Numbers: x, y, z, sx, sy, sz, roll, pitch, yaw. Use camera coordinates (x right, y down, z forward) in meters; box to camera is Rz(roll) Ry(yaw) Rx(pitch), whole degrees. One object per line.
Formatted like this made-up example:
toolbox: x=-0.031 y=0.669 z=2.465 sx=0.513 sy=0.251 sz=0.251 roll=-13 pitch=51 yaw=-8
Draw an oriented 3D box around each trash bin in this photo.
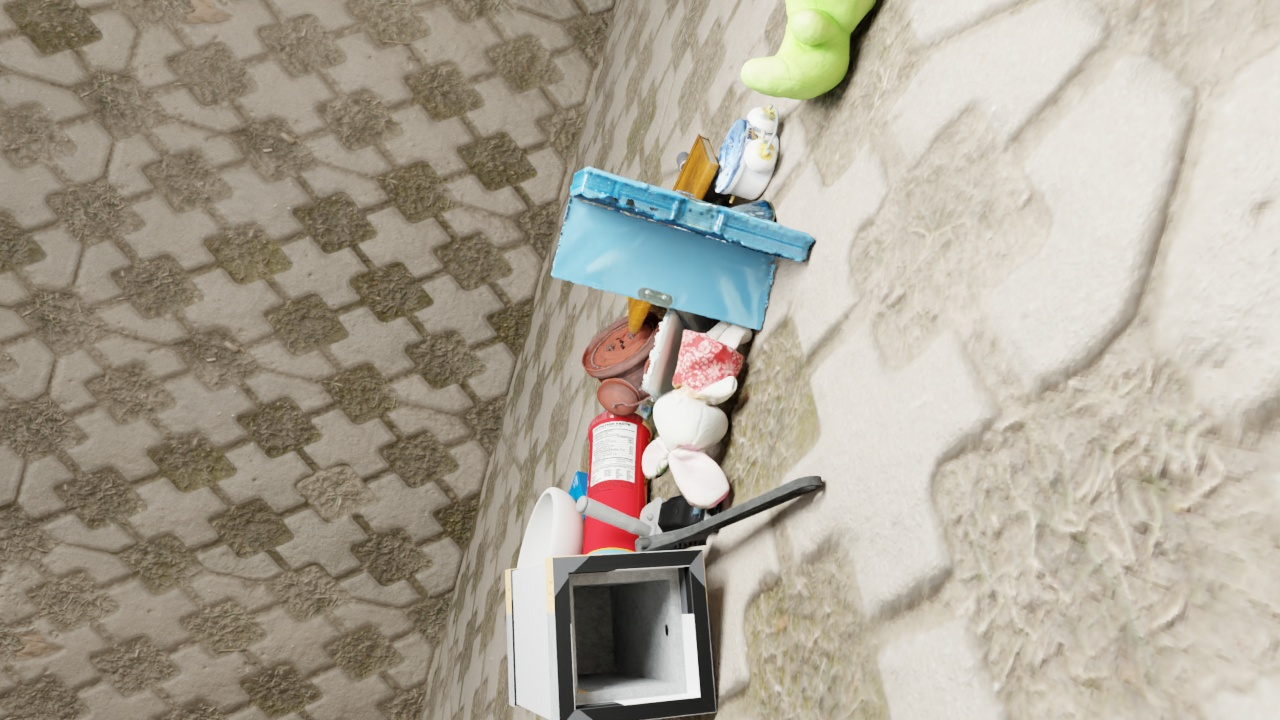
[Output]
trash bin: x=-0.042 y=0.273 z=0.918 sx=0.247 sy=0.142 sz=0.142 roll=139 pitch=129 yaw=-67

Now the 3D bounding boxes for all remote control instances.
remote control: x=0.050 y=0.164 z=0.988 sx=0.150 sy=0.022 sz=0.047 roll=144 pitch=139 yaw=-68

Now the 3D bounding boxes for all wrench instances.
wrench: x=0.074 y=0.144 z=0.829 sx=0.274 sy=0.073 sz=0.018 roll=-39 pitch=54 yaw=54

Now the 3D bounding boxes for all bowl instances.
bowl: x=0.104 y=-0.131 z=1.028 sx=0.110 sy=0.055 sz=0.110 roll=-166 pitch=91 yaw=-77
bowl: x=-0.108 y=0.257 z=1.192 sx=0.177 sy=0.066 sz=0.176 roll=-165 pitch=91 yaw=-75

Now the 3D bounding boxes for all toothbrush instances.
toothbrush: x=-0.012 y=0.136 z=1.283 sx=0.022 sy=0.016 sz=0.155 roll=18 pitch=93 yaw=39

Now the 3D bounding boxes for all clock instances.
clock: x=-0.008 y=0.007 z=1.192 sx=0.121 sy=0.072 sz=0.157 roll=-30 pitch=28 yaw=8
clock: x=0.127 y=-0.239 z=1.060 sx=0.126 sy=0.052 sz=0.088 roll=128 pitch=154 yaw=-58

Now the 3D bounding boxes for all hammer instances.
hammer: x=0.074 y=-0.257 z=1.330 sx=0.321 sy=0.043 sz=0.156 roll=-96 pitch=25 yaw=-62

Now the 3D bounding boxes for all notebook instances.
notebook: x=0.033 y=-0.162 z=1.187 sx=0.178 sy=0.014 sz=0.250 roll=-92 pitch=26 yaw=-64

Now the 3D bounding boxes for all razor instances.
razor: x=-0.022 y=0.185 z=1.059 sx=0.048 sy=0.116 sz=0.088 roll=-42 pitch=32 yaw=38

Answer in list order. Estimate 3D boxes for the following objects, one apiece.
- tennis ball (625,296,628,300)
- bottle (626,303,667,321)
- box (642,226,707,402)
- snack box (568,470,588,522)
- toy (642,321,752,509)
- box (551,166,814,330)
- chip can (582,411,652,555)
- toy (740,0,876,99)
tennis ball: x=0.002 y=-0.117 z=1.395 sx=0.065 sy=0.065 sz=0.065 roll=-166 pitch=91 yaw=-77
bottle: x=0.005 y=-0.056 z=1.333 sx=0.166 sy=0.059 sz=0.059 roll=130 pitch=152 yaw=-61
box: x=0.046 y=-0.042 z=1.042 sx=0.209 sy=0.045 sz=0.191 roll=49 pitch=-127 yaw=-74
snack box: x=-0.086 y=0.296 z=1.316 sx=0.238 sy=0.056 sz=0.196 roll=-119 pitch=46 yaw=-70
toy: x=0.060 y=0.048 z=0.962 sx=0.159 sy=0.084 sz=0.194 roll=13 pitch=84 yaw=62
box: x=0.037 y=-0.102 z=0.893 sx=0.094 sy=0.231 sz=0.111 roll=-149 pitch=74 yaw=-76
chip can: x=-0.030 y=0.172 z=1.169 sx=0.087 sy=0.087 sz=0.212 roll=119 pitch=160 yaw=-45
toy: x=0.178 y=-0.345 z=0.895 sx=0.197 sy=0.107 sz=0.150 roll=-60 pitch=-5 yaw=19
